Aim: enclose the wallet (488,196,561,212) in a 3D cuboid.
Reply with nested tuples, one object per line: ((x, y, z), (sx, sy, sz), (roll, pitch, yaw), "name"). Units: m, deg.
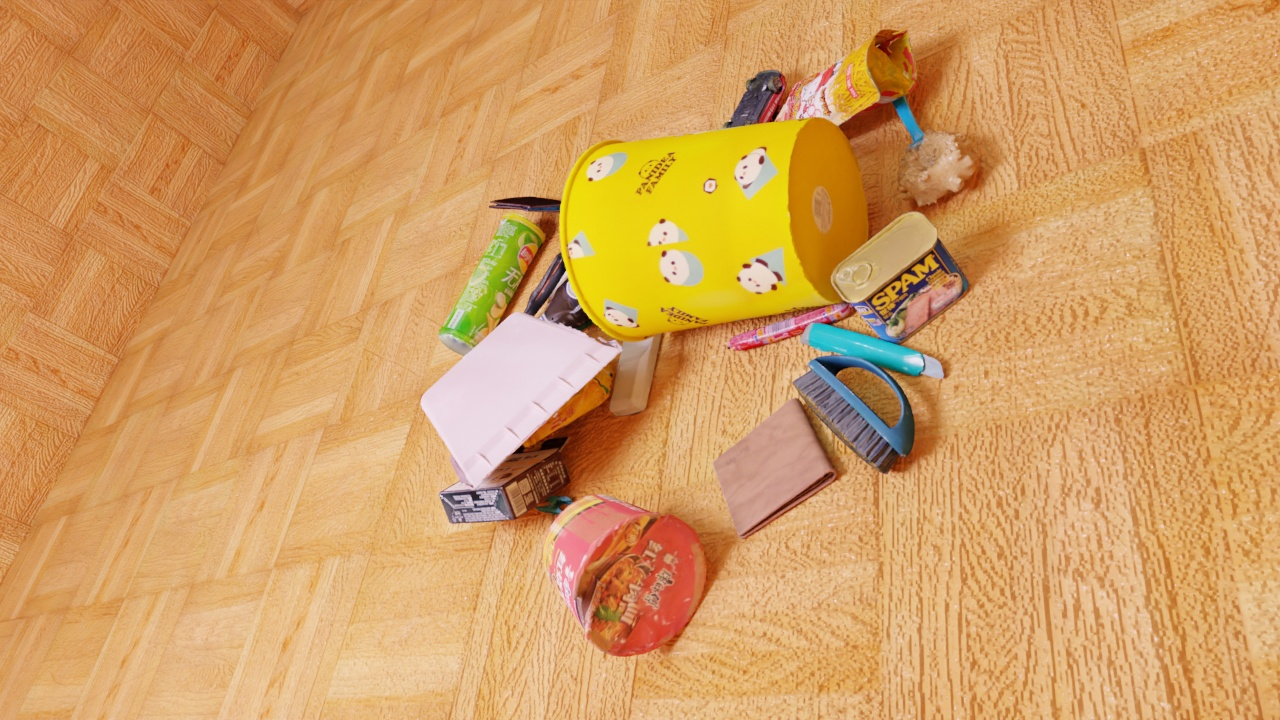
((-0.160, -0.235, 1.389), (0.122, 0.096, 0.020), (18, 113, 51), "wallet")

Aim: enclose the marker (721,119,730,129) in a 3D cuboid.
((0.108, -0.298, 1.224), (0.131, 0.018, 0.022), (-47, 55, 6), "marker")

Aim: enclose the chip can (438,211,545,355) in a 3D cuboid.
((-0.219, -0.109, 1.354), (0.073, 0.072, 0.221), (7, 65, 47), "chip can")

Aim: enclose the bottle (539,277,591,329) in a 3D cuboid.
((-0.088, -0.073, 1.201), (0.195, 0.044, 0.080), (-45, 36, 10), "bottle")

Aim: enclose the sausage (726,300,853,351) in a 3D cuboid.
((0.156, -0.035, 0.963), (0.156, 0.020, 0.020), (-19, 48, 34), "sausage")

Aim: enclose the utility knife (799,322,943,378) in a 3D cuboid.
((0.219, -0.009, 0.883), (0.171, 0.013, 0.029), (22, 112, 50), "utility knife")

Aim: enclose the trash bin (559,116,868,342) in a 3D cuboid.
((0.085, -0.140, 0.969), (0.256, 0.229, 0.229), (-3, 58, 37), "trash bin")

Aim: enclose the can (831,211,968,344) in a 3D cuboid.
((0.244, -0.074, 0.855), (0.102, 0.083, 0.057), (-39, 39, 15), "can")

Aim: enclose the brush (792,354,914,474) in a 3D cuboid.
((0.199, 0.038, 0.832), (0.073, 0.055, 0.144), (-46, 38, 8), "brush")

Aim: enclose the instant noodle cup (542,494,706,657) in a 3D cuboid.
((-0.021, 0.194, 0.874), (0.137, 0.138, 0.109), (-57, 30, -8), "instant noodle cup")

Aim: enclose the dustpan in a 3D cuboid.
((-0.133, 0.058, 1.085), (0.222, 0.139, 0.273), (-42, 39, -11), "dustpan")

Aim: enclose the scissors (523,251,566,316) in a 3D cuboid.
((-0.163, -0.051, 1.255), (0.234, 0.021, 0.125), (-58, 11, -6), "scissors")

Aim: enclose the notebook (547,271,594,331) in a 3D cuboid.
((-0.045, -0.117, 1.237), (0.210, 0.012, 0.150), (-26, 45, 28), "notebook")

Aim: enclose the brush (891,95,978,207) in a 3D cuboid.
((0.294, -0.251, 0.985), (0.083, 0.046, 0.254), (-39, 34, 30), "brush")

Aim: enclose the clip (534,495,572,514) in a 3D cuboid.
((-0.101, 0.167, 1.061), (0.057, 0.014, 0.046), (-3, 59, 42), "clip")

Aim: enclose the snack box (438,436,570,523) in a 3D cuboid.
((-0.152, 0.141, 1.072), (0.113, 0.053, 0.125), (-11, 11, 40), "snack box")

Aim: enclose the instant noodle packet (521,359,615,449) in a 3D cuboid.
((-0.085, 0.046, 1.098), (0.128, 0.044, 0.110), (-38, 14, 14), "instant noodle packet")

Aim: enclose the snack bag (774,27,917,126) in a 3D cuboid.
((0.221, -0.306, 1.068), (0.208, 0.073, 0.128), (-12, 51, 60), "snack bag")

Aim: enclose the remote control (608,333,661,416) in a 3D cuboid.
((-0.006, 0.006, 1.088), (0.049, 0.024, 0.124), (-14, 50, 37), "remote control")

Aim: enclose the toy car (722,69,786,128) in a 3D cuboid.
((0.148, -0.317, 1.177), (0.053, 0.045, 0.120), (18, 79, 48), "toy car")

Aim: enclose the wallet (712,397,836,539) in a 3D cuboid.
((0.125, 0.104, 0.885), (0.115, 0.020, 0.101), (-40, 38, 18), "wallet")
